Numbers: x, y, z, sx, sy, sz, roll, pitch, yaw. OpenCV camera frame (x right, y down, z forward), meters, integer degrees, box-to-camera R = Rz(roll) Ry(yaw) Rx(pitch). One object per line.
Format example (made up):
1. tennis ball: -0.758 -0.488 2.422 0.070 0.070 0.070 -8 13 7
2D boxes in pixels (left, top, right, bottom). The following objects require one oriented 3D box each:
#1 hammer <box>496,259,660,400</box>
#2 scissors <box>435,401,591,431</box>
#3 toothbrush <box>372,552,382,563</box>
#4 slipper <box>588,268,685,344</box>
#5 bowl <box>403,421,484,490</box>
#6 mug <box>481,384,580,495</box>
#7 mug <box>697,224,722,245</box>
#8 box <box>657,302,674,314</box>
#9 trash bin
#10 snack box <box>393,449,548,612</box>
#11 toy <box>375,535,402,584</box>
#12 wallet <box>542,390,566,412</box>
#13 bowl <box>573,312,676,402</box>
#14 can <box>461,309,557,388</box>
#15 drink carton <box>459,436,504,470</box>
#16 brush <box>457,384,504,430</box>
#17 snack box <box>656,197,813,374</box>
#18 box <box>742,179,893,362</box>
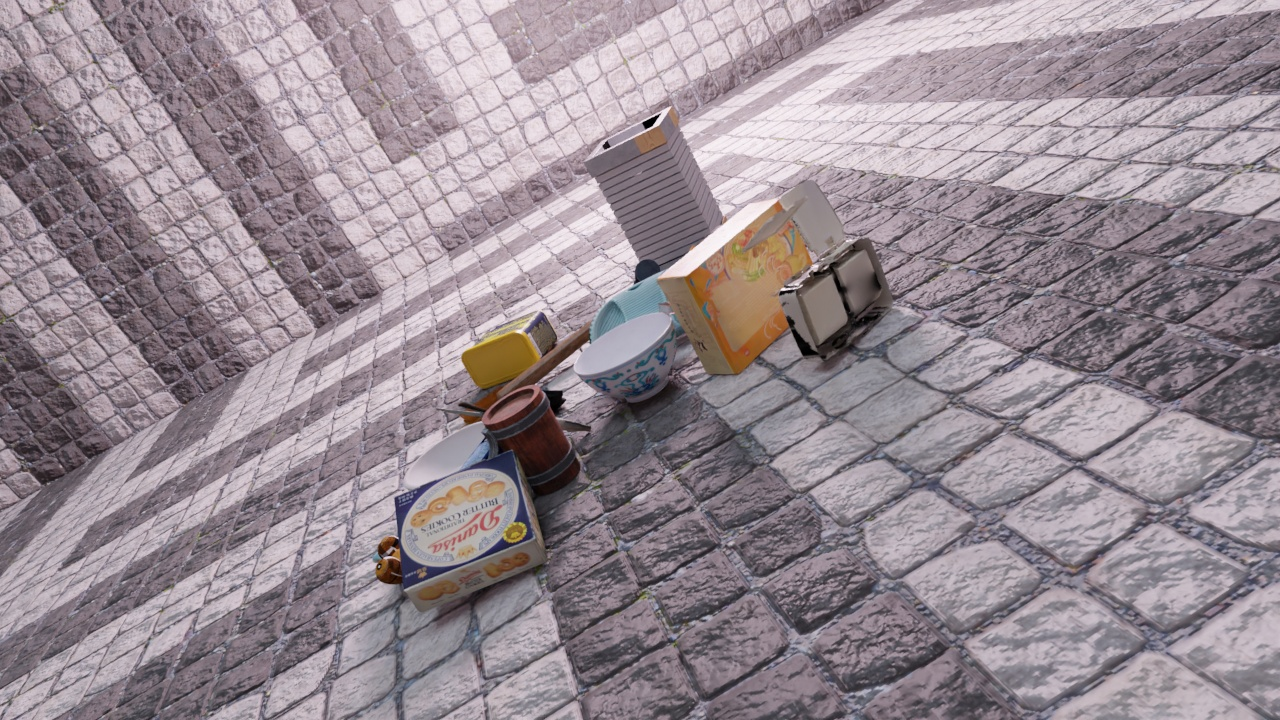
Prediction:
1. hammer: -0.096 -0.035 1.452 0.321 0.040 0.129 -39 -12 -8
2. scissors: -0.155 0.077 1.177 0.179 0.015 0.198 3 -13 8
3. toothbrush: -0.261 0.203 1.165 0.180 0.016 0.016 -34 29 -13
4. slipper: 0.047 -0.088 1.318 0.276 0.069 0.116 -25 63 3
5. bowl: -0.248 0.143 1.251 0.150 0.043 0.149 -26 20 10
6. mug: -0.139 0.107 1.088 0.117 0.111 0.082 -41 23 -29
7. mug: 0.109 -0.145 1.434 0.116 0.080 0.107 -47 2 42
8. box: 0.104 -0.097 1.236 0.186 0.056 0.067 -9 -18 -36
9. trash bin: 0.037 -0.283 1.594 0.143 0.247 0.142 -21 21 21
10. snack box: -0.185 0.179 0.986 0.144 0.043 0.145 -22 39 -4
11. toy: -0.242 0.212 1.048 0.112 0.067 0.087 -41 23 4
12. wallet: -0.166 0.076 1.326 0.089 0.026 0.115 -41 23 -31
13. bowl: -0.007 0.007 1.205 0.144 0.074 0.143 -26 20 10
14. can: -0.222 -0.022 1.573 0.135 0.075 0.104 -19 19 26
15. drink carton: -0.187 0.142 1.137 0.040 0.064 0.129 -19 22 27
16. brush: -0.261 0.083 1.453 0.126 0.017 0.048 -37 21 -21
17. snack box: 0.127 -0.096 1.169 0.194 0.145 0.081 -41 23 -29
18. box: 0.197 -0.104 1.039 0.143 0.180 0.080 -34 18 -32
